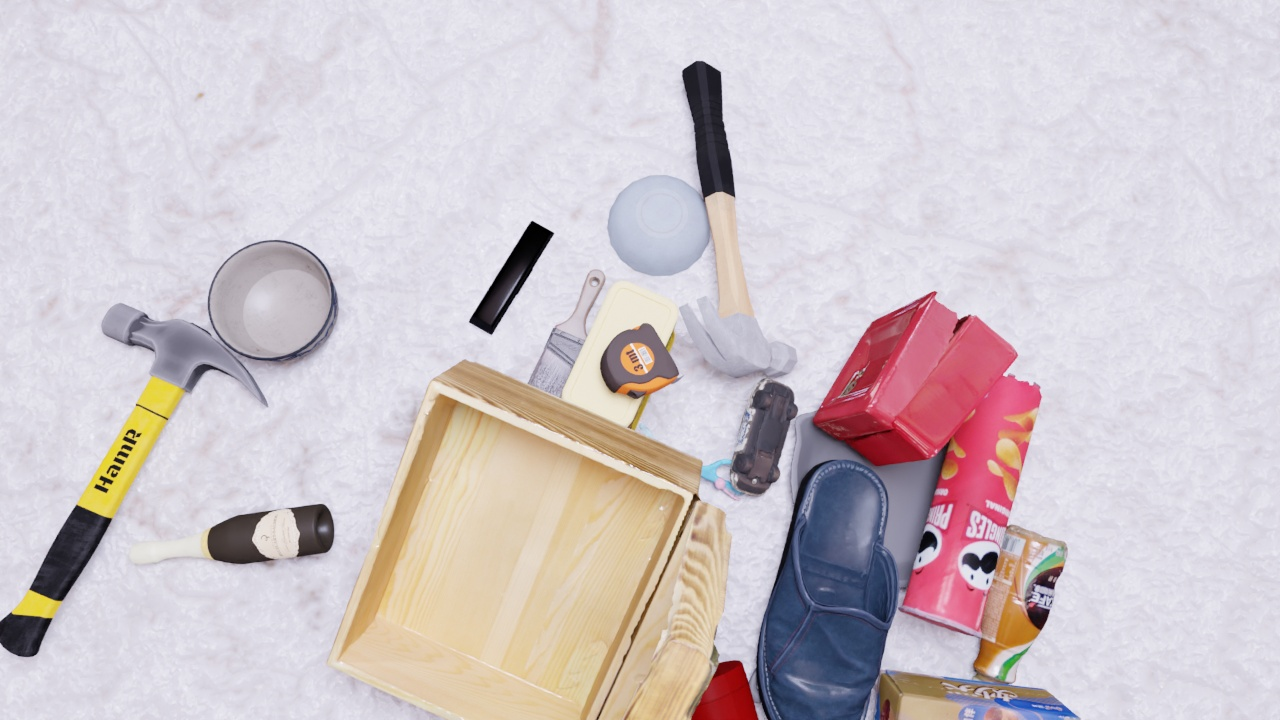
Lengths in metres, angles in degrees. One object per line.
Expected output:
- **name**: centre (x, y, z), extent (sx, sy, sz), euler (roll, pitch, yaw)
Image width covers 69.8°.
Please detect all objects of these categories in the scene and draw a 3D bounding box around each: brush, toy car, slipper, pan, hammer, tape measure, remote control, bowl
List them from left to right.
- **hammer**: centre (-0.481, 0.112, 0.843), extent (0.170, 0.034, 0.324), euler (23, 74, 1)
- **bowl**: centre (-0.344, -0.051, 0.879), extent (0.115, 0.059, 0.115), euler (0, 79, -2)
- **remote control**: centre (-0.129, -0.084, 0.917), extent (0.028, 0.012, 0.124), euler (29, 80, 3)
- **brush**: centre (-0.070, -0.023, 0.908), extent (0.039, 0.012, 0.151), euler (24, 79, 3)
- **tape measure**: centre (-0.005, 0.005, 0.786), extent (0.058, 0.038, 0.058), euler (-28, 82, -21)
- **bowl**: centre (0.020, -0.141, 0.919), extent (0.106, 0.039, 0.106), euler (0, 79, -2)
- **hammer**: centre (0.080, -0.144, 0.900), extent (0.039, 0.131, 0.327), euler (-21, 67, 39)
- **toy car**: centre (0.114, 0.073, 0.881), extent (0.048, 0.041, 0.112), euler (22, 81, -29)
- **slipper**: centre (0.172, 0.218, 0.810), extent (0.109, 0.083, 0.265), euler (12, 81, -2)
- **pan**: centre (0.204, 0.170, 0.875), extent (0.216, 0.024, 0.354), euler (35, 80, 4)

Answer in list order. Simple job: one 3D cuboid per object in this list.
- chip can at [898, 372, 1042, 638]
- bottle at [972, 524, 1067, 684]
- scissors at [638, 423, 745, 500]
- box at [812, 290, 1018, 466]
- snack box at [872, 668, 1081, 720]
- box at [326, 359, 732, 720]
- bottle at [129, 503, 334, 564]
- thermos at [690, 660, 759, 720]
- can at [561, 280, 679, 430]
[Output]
- **chip can**: centre (0.304, 0.128, 0.838), extent (0.073, 0.073, 0.232), euler (20, 79, 2)
- **bottle**: centre (0.344, 0.239, 0.852), extent (0.059, 0.059, 0.167), euler (18, 88, 1)
- **scissors**: centre (0.034, 0.119, 0.869), extent (0.142, 0.015, 0.095), euler (24, 88, -13)
- **box**: centre (0.238, 0.024, 0.813), extent (0.097, 0.158, 0.129), euler (38, 81, -1)
- **snack box**: centre (0.279, 0.387, 0.797), extent (0.155, 0.069, 0.202), euler (7, 91, 0)
- **box**: centre (-0.088, 0.205, 0.666), extent (0.286, 0.336, 0.279), euler (23, 101, 0)
- **bottle**: centre (-0.379, 0.166, 0.845), extent (0.184, 0.045, 0.045), euler (-8, 80, 4)
- **thermos**: centre (0.089, 0.370, 0.791), extent (0.083, 0.108, 0.198), euler (-14, 80, -21)
- **can**: centre (-0.019, 0.003, 0.857), extent (0.075, 0.104, 0.135), euler (24, 79, 2)
